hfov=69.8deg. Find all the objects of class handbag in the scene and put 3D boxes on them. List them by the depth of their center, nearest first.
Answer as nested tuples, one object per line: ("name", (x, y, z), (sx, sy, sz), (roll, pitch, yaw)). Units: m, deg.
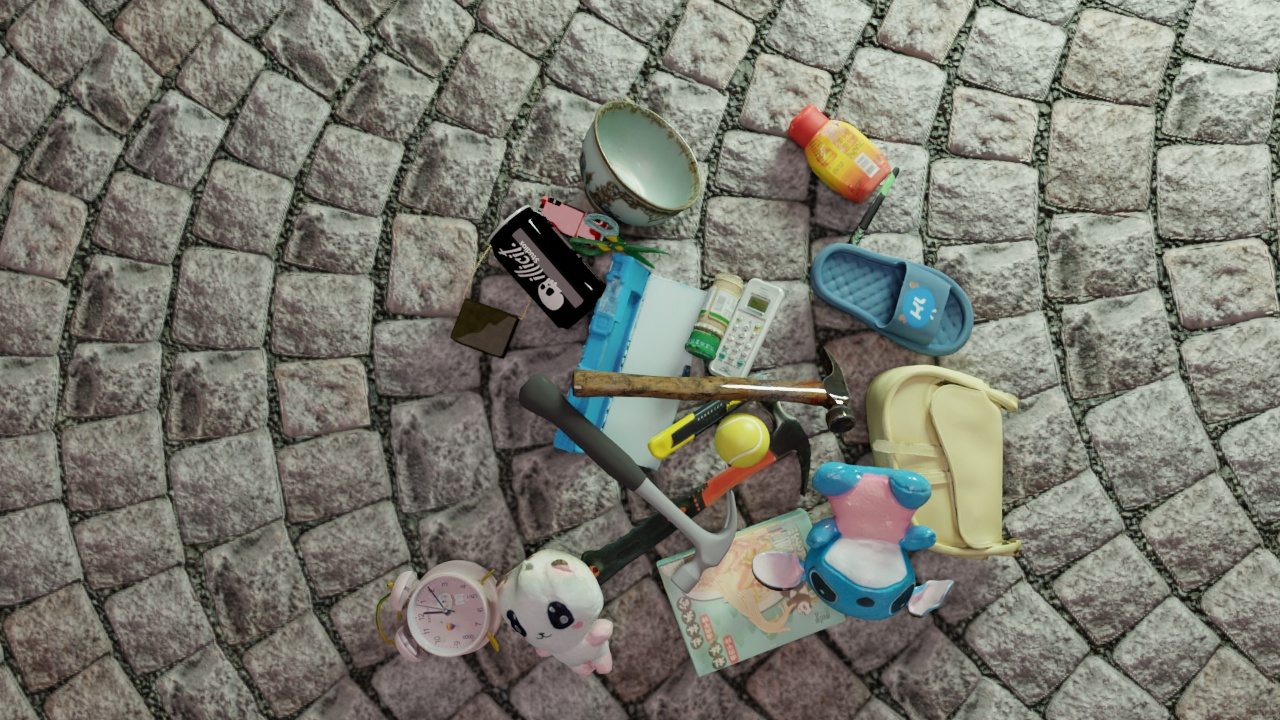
("handbag", (0.365, 0.122, 1.100), (0.191, 0.088, 0.232), (0, 87, 0))
("handbag", (-0.178, -0.096, 1.178), (0.084, 0.027, 0.178), (20, 83, 3))

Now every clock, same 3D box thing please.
("clock", (-0.251, 0.313, 1.143), (0.158, 0.059, 0.116), (-7, 87, 4))

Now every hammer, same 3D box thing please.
("hammer", (-0.015, 0.126, 1.071), (0.311, 0.029, 0.125), (43, 86, -4))
("hammer", (0.083, 0.027, 1.085), (0.330, 0.033, 0.119), (3, 45, -9))
("hammer", (0.064, 0.179, 1.145), (0.333, 0.033, 0.133), (-34, 87, 3))

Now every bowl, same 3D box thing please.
("bowl", (-0.014, -0.225, 1.125), (0.094, 0.159, 0.160), (-38, 84, 43))

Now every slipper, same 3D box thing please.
("slipper", (0.311, -0.081, 1.119), (0.213, 0.059, 0.103), (25, 86, -2))

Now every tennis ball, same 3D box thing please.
("tennis ball", (0.121, 0.095, 1.095), (0.065, 0.065, 0.065), (0, 87, 3))

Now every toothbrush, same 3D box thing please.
("toothbrush", (0.277, -0.164, 1.152), (0.014, 0.017, 0.188), (31, 88, -5))

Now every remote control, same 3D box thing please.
("remote control", (0.134, -0.036, 1.150), (0.050, 0.022, 0.133), (25, 89, 25))

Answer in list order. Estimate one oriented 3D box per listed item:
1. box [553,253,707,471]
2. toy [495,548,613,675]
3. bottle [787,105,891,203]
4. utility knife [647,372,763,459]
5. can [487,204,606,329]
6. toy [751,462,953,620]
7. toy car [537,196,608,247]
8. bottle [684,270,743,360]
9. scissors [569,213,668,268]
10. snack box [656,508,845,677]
("box", (-0.006, 0.007, 1.127), (0.114, 0.114, 0.243), (17, 89, 17))
("toy", (-0.095, 0.312, 1.117), (0.139, 0.101, 0.179), (-21, 105, 28))
("bottle", (0.244, -0.259, 1.142), (0.134, 0.048, 0.071), (43, 90, 4))
("utility knife", (0.085, 0.068, 1.143), (0.174, 0.020, 0.029), (-33, 105, -9))
("can", (-0.115, -0.115, 1.136), (0.080, 0.080, 0.146), (-42, 92, 1))
("toy", (0.245, 0.207, 1.052), (0.224, 0.098, 0.191), (5, 104, 15))
("toy car", (-0.089, -0.176, 1.172), (0.089, 0.025, 0.038), (23, 92, 6))
("bottle", (0.092, -0.056, 1.142), (0.042, 0.043, 0.110), (22, 81, 4))
("scissors", (-0.024, -0.148, 1.131), (0.131, 0.112, 0.012), (8, 63, 4))
("snack box", (0.134, 0.281, 1.118), (0.193, 0.044, 0.141), (-20, 90, -3))
